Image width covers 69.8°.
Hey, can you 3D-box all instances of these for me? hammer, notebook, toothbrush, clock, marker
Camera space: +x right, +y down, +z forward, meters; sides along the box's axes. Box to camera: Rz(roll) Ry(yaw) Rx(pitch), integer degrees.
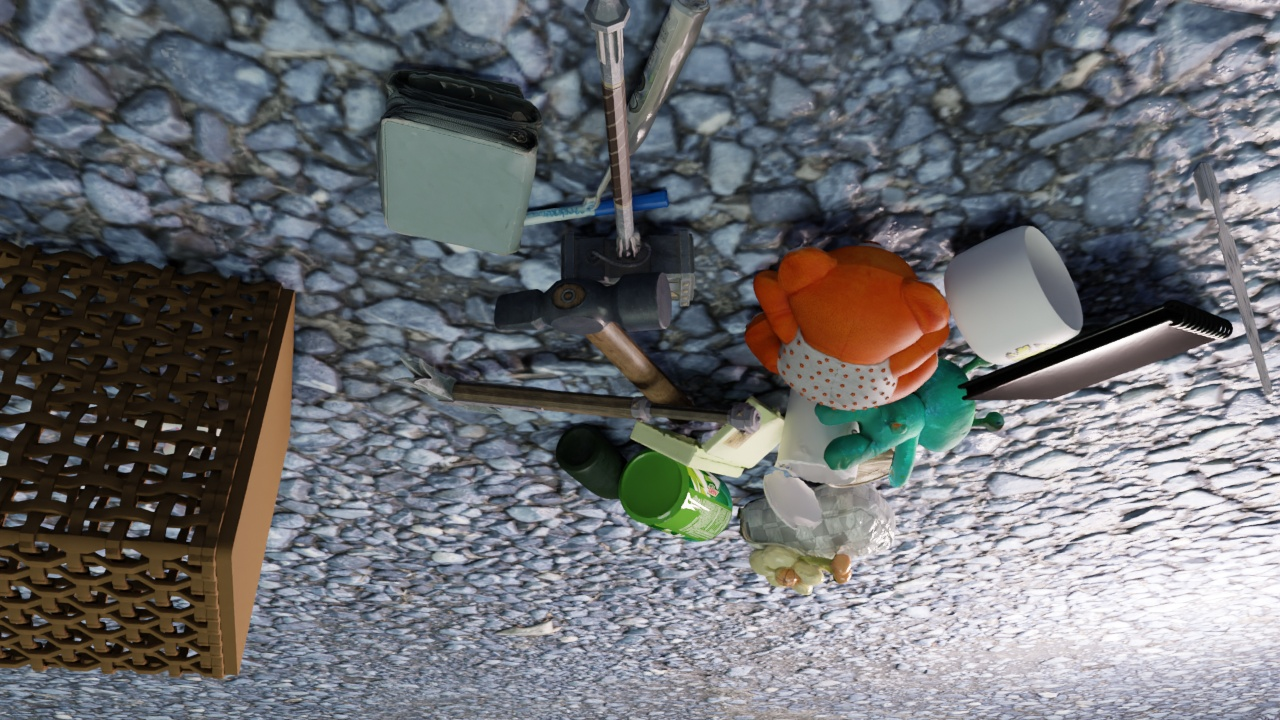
[{"bbox_3d":[-0.005,0.005,0.779,0.129,0.040,0.322,-3,161,17],"label":"hammer"},{"bbox_3d":[0.392,-0.002,0.777,0.170,0.019,0.231,-28,161,36],"label":"notebook"},{"bbox_3d":[-0.002,-0.155,0.583,0.024,0.022,0.186,-8,155,-27],"label":"toothbrush"},{"bbox_3d":[-0.012,-0.113,0.568,0.098,0.044,0.322,-2,160,1],"label":"hammer"},{"bbox_3d":[0.389,-0.056,0.605,0.010,0.181,0.010,3,152,3],"label":"toothbrush"},{"bbox_3d":[-0.045,0.039,0.810,0.317,0.028,0.147,4,164,25],"label":"hammer"},{"bbox_3d":[0.244,0.095,0.958,0.092,0.054,0.141,11,147,-42],"label":"clock"},{"bbox_3d":[-0.050,-0.108,0.667,0.142,0.013,0.013,-6,148,9],"label":"marker"}]

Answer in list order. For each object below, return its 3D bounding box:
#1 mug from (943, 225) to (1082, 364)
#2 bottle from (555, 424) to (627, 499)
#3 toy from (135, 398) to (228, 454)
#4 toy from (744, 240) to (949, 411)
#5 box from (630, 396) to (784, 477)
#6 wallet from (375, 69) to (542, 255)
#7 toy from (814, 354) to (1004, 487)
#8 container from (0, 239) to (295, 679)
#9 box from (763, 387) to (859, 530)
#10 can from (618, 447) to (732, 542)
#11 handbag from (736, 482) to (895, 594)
[{"bbox_3d":[0.289,-0.048,0.706,0.068,0.094,0.115,-28,162,38],"label":"mug"},{"bbox_3d":[-0.033,0.129,1.017,0.055,0.055,0.174,-12,148,18],"label":"bottle"},{"bbox_3d":[-0.428,0.058,0.902,0.125,0.037,0.076,-16,140,13],"label":"toy"},{"bbox_3d":[0.166,-0.032,0.726,0.164,0.092,0.173,17,152,10],"label":"toy"},{"bbox_3d":[0.078,0.082,0.896,0.134,0.061,0.188,-16,165,15],"label":"box"},{"bbox_3d":[-0.119,-0.124,0.601,0.100,0.054,0.132,14,148,-8],"label":"wallet"},{"bbox_3d":[0.245,0.048,0.825,0.193,0.130,0.072,-13,-175,-23],"label":"toy"},{"bbox_3d":[-0.403,0.083,0.711,0.214,0.251,0.220,8,138,-16],"label":"container"},{"bbox_3d":[0.164,0.087,0.861,0.092,0.159,0.081,-6,153,46],"label":"box"},{"bbox_3d":[0.043,0.151,1.012,0.083,0.083,0.144,-16,155,22],"label":"can"},{"bbox_3d":[0.215,0.213,1.099,0.172,0.123,0.112,-21,129,28],"label":"handbag"}]
